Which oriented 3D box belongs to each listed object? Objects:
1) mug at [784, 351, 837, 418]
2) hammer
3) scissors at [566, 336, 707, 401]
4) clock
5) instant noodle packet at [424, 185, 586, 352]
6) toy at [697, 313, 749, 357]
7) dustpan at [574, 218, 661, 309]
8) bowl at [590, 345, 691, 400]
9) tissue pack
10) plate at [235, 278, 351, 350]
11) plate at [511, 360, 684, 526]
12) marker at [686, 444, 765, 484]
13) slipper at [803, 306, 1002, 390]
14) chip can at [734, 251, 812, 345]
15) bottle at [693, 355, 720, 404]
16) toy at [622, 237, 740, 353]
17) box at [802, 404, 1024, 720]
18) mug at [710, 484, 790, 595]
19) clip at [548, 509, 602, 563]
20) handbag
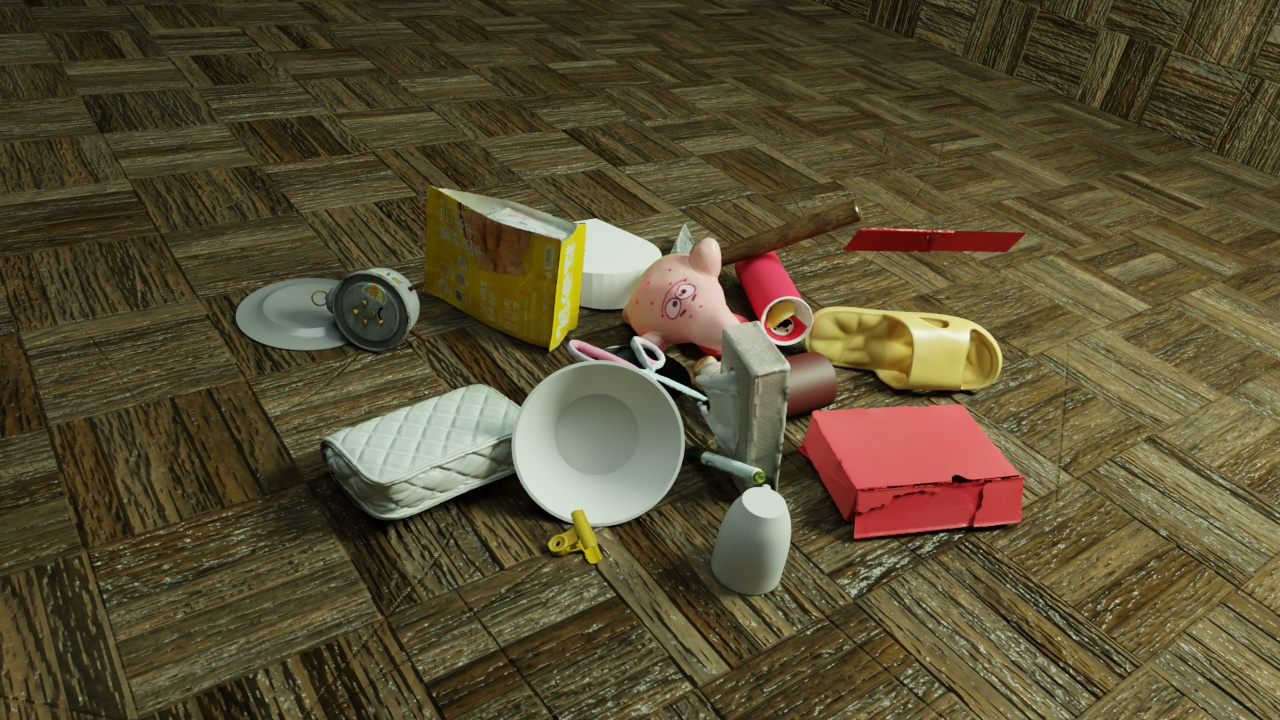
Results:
[{"bbox_3d":[0.181,0.031,1.153,0.082,0.073,0.106,-13,11,-29],"label":"mug"},{"bbox_3d":[0.180,-0.188,1.364,0.301,0.037,0.217,-18,27,22],"label":"hammer"},{"bbox_3d":[0.000,0.005,1.068,0.170,0.013,0.175,21,20,1],"label":"scissors"},{"bbox_3d":[-0.340,-0.067,1.142,0.148,0.104,0.056,10,23,10],"label":"clock"},{"bbox_3d":[-0.189,-0.128,1.207,0.222,0.163,0.084,20,36,16],"label":"instant noodle packet"},{"bbox_3d":[0.111,-0.035,1.246,0.135,0.045,0.091,32,42,28],"label":"toy"},{"bbox_3d":[-0.080,-0.147,1.395,0.191,0.053,0.258,-15,29,-32],"label":"dustpan"},{"bbox_3d":[-0.005,0.035,1.104,0.124,0.053,0.123,9,28,-5],"label":"bowl"},{"bbox_3d":[0.108,0.056,0.990,0.071,0.182,0.103,-14,39,-13],"label":"tissue pack"},{"bbox_3d":[-0.431,-0.067,1.196,0.178,0.012,0.178,6,33,-4],"label":"plate"},{"bbox_3d":[-0.044,0.081,0.942,0.174,0.174,0.036,5,12,-6],"label":"plate"},{"bbox_3d":[0.089,0.111,0.987,0.017,0.017,0.147,-8,8,-24],"label":"marker"},{"bbox_3d":[0.349,-0.014,1.221,0.263,0.100,0.078,10,20,9],"label":"slipper"},{"bbox_3d":[0.186,-0.099,1.312,0.069,0.069,0.220,5,25,-7],"label":"chip can"},{"bbox_3d":[0.109,0.036,1.123,0.063,0.063,0.108,-14,40,-31],"label":"bottle"},{"bbox_3d":[0.055,-0.067,1.188,0.096,0.192,0.237,27,6,-37],"label":"toy"},{"bbox_3d":[0.310,0.234,1.057,0.212,0.374,0.148,-3,3,-17],"label":"box"},{"bbox_3d":[0.116,0.162,0.911,0.071,0.090,0.107,14,34,8],"label":"mug"},{"bbox_3d":[-0.064,0.176,0.908,0.046,0.048,0.054,19,27,-34],"label":"clip"},{"bbox_3d":[-0.217,0.093,0.956,0.194,0.073,0.139,-20,34,-35],"label":"handbag"}]
